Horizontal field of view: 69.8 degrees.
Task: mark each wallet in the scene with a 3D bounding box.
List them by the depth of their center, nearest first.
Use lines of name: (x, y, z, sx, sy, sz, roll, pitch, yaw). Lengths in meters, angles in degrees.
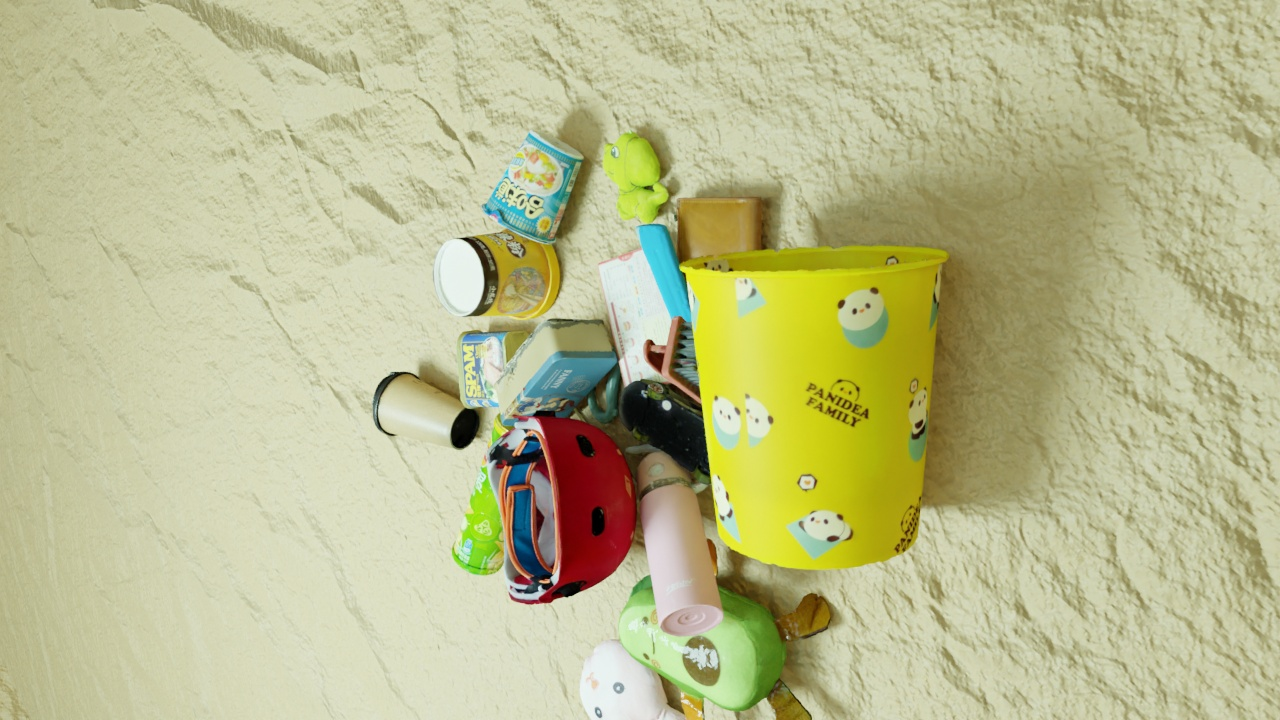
wallet: (0.075, -0.108, 0.975, 0.119, 0.035, 0.131, 10, 108, 41)

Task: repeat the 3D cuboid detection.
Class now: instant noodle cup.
instant noodle cup: (-0.121, -0.208, 1.085, 0.099, 0.099, 0.110, 39, 108, 28)
instant noodle cup: (-0.180, -0.104, 1.120, 0.119, 0.114, 0.118, 8, 103, 39)

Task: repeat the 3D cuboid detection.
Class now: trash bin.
trash bin: (0.155, 0.032, 0.825, 0.230, 0.229, 0.255, 6, 104, 37)

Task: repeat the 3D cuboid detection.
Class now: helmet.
helmet: (-0.072, 0.157, 1.023, 0.241, 0.143, 0.206, -41, 57, 59)

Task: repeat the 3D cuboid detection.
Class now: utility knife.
utility knife: (0.047, -0.046, 0.990, 0.034, 0.018, 0.218, -16, 101, 25)

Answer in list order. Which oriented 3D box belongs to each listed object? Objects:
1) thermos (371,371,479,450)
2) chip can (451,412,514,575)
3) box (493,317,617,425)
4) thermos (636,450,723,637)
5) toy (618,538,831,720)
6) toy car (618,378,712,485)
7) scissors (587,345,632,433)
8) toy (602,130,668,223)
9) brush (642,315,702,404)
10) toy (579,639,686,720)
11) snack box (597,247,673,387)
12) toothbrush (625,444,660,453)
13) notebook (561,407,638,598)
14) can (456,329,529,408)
thermos: (-0.294, 0.072, 1.253, 0.143, 0.092, 0.093, 16, 105, 27)
chip can: (-0.181, 0.173, 1.173, 0.072, 0.072, 0.222, 34, 115, 30)
box: (-0.100, 0.012, 1.067, 0.185, 0.089, 0.061, -45, 54, 50)
thermos: (0.046, 0.184, 0.970, 0.087, 0.067, 0.198, -17, 46, 8)
toy: (0.077, 0.306, 0.991, 0.247, 0.089, 0.227, 5, 89, 33)
toy car: (0.045, 0.073, 0.992, 0.158, 0.042, 0.070, 31, 120, 20)
scissors: (0.000, 0.005, 1.060, 0.143, 0.019, 0.180, 31, 111, 32)
toy: (-0.005, -0.207, 1.030, 0.097, 0.031, 0.100, 17, 110, 35)
brush: (0.062, 0.012, 0.936, 0.069, 0.145, 0.063, -1, 66, 33)
toy: (-0.007, 0.410, 1.093, 0.159, 0.054, 0.121, 40, 118, 18)
snack box: (0.005, -0.045, 1.029, 0.077, 0.027, 0.155, -16, 82, 26)
toothbrush: (0.055, 0.097, 1.030, 0.180, 0.016, 0.016, -9, 95, 37)
notebook: (-0.093, 0.181, 1.157, 0.148, 0.008, 0.208, 48, 121, 23)
can: (-0.185, 0.011, 1.178, 0.083, 0.057, 0.102, -1, 95, 35)
